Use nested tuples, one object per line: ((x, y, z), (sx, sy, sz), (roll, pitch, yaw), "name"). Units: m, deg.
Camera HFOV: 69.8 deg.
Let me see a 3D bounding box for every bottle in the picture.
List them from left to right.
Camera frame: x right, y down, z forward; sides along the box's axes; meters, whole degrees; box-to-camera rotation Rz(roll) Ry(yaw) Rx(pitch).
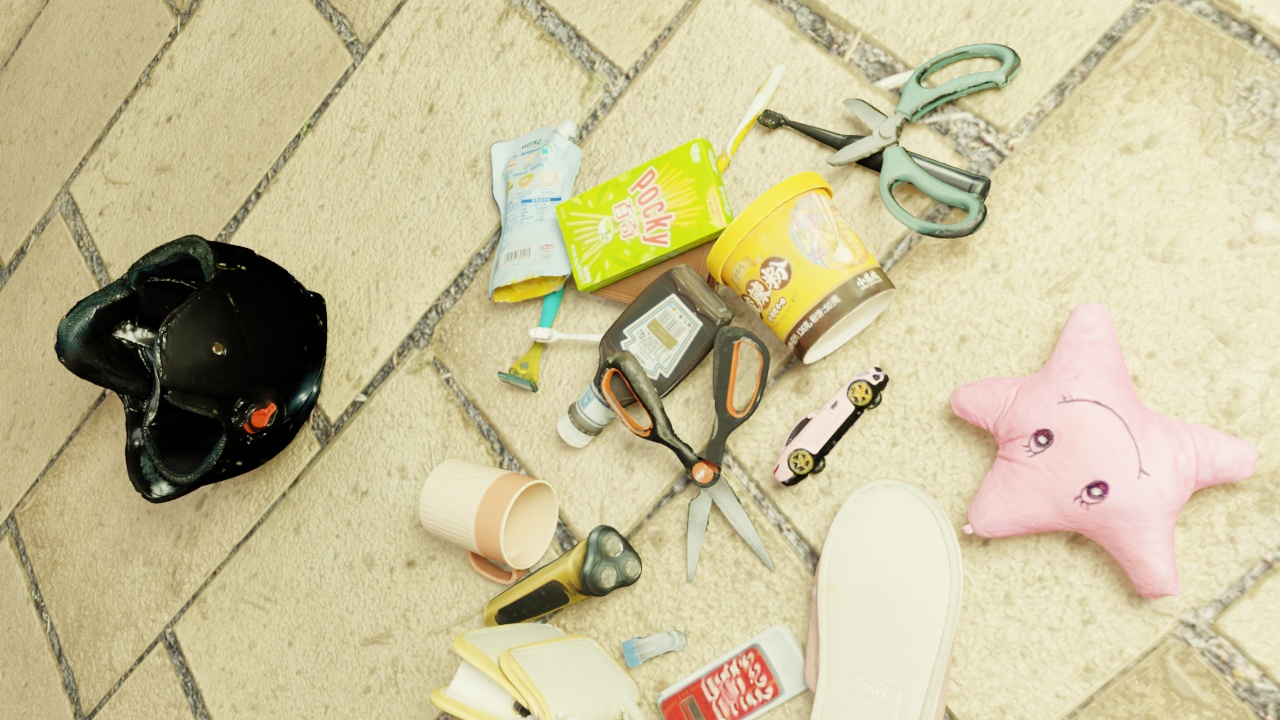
((-0.005, 0.005, 0.817), (0.080, 0.044, 0.195), (47, 115, 8), "bottle")

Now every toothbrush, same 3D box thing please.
((-0.019, -0.021, 0.846), (0.180, 0.016, 0.016), (3, 81, 19), "toothbrush")
((0.081, -0.184, 0.837), (0.018, 0.016, 0.191), (37, 99, 32), "toothbrush")
((0.189, -0.176, 0.773), (0.213, 0.026, 0.027), (29, 55, 29), "toothbrush")

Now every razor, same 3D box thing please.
((-0.097, -0.036, 0.897), (0.043, 0.028, 0.132), (17, 85, 23), "razor")
((-0.077, 0.205, 0.827), (0.168, 0.067, 0.062), (-32, 106, 26), "razor")

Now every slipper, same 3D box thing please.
((0.178, 0.226, 0.689), (0.114, 0.054, 0.274), (5, 80, 29), "slipper")

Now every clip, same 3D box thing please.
((0.013, 0.247, 0.795), (0.058, 0.036, 0.025), (-26, 67, 25), "clip")

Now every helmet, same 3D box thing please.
((-0.450, 0.008, 0.966), (0.234, 0.229, 0.275), (8, 94, 38), "helmet")

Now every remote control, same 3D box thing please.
((0.076, 0.270, 0.754), (0.136, 0.020, 0.056), (-36, 65, 18), "remote control")

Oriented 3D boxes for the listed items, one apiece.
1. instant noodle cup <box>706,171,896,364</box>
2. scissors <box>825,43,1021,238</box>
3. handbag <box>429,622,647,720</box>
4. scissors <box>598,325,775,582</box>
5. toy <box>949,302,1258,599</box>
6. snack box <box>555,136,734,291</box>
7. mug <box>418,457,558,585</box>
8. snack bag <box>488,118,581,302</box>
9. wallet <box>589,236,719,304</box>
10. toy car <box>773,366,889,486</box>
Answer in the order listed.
((0.133, -0.069, 0.737), (0.119, 0.118, 0.114), (-41, 73, 16), "instant noodle cup")
((0.241, -0.174, 0.726), (0.171, 0.019, 0.170), (-28, 61, 7), "scissors")
((-0.057, 0.272, 0.744), (0.179, 0.163, 0.063), (17, 88, 28), "handbag")
((0.051, 0.071, 0.767), (0.221, 0.021, 0.228), (38, 112, 14), "scissors")
((0.306, 0.076, 0.636), (0.179, 0.074, 0.194), (-41, 66, 16), "toy")
((0.002, -0.127, 0.814), (0.157, 0.026, 0.085), (-20, 80, 27), "snack box")
((-0.142, 0.155, 0.865), (0.106, 0.081, 0.115), (12, 116, 31), "mug")
((-0.107, -0.153, 0.912), (0.111, 0.038, 0.190), (-18, 60, 34), "snack bag")
((0.016, -0.097, 0.838), (0.125, 0.032, 0.101), (15, 99, 27), "wallet")
((0.150, 0.051, 0.736), (0.037, 0.056, 0.122), (43, 101, 20), "toy car")
